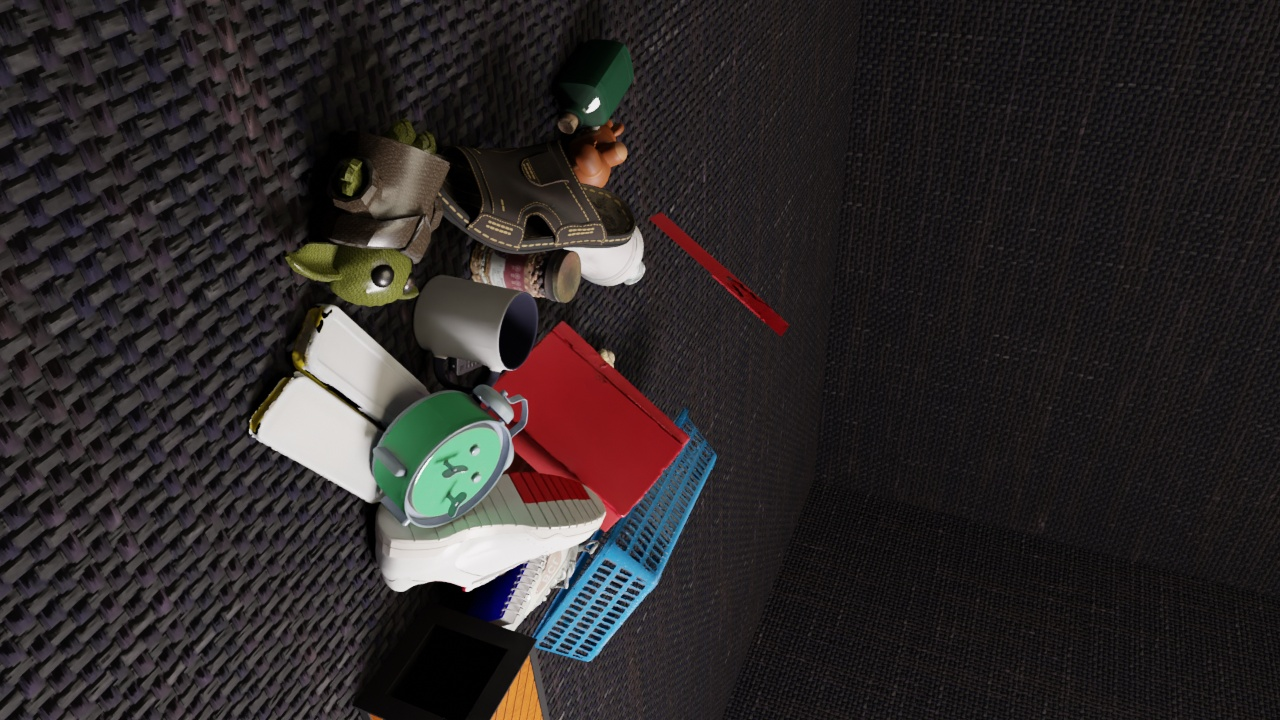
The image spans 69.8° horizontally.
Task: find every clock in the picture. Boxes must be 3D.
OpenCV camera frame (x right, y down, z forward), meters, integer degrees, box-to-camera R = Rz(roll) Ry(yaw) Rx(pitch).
[{"bbox_3d":[-0.170,0.086,0.877,0.161,0.075,0.122,-32,145,-34],"label":"clock"}]

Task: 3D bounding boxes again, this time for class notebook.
[{"bbox_3d":[-0.140,0.222,1.100,0.172,0.022,0.208,-35,-154,56],"label":"notebook"}]

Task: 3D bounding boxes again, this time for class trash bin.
[{"bbox_3d":[-0.198,0.394,1.015,0.139,0.140,0.172,-56,151,-45],"label":"trash bin"}]

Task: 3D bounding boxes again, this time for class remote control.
[{"bbox_3d":[-0.170,-0.015,1.027,0.136,0.015,0.032,-30,129,-61],"label":"remote control"}]

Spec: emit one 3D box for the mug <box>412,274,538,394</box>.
[{"bbox_3d":[-0.166,-0.022,0.910,0.078,0.097,0.112,15,88,-70],"label":"mug"}]

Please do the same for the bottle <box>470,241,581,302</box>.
[{"bbox_3d":[-0.122,-0.098,0.974,0.056,0.105,0.056,13,89,-70],"label":"bottle"}]

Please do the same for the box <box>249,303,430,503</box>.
[{"bbox_3d":[-0.256,0.045,0.818,0.210,0.036,0.129,62,48,-62],"label":"box"}]

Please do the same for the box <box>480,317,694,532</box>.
[{"bbox_3d":[-0.068,0.079,1.065,0.164,0.214,0.153,-47,178,6],"label":"box"}]

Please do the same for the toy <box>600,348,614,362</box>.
[{"bbox_3d":[-0.062,0.028,1.306,0.115,0.046,0.092,-58,154,-58],"label":"toy"}]

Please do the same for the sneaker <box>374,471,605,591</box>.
[{"bbox_3d":[-0.155,0.189,0.953,0.236,0.090,0.104,-5,125,-28],"label":"sneaker"}]

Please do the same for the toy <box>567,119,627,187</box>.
[{"bbox_3d":[-0.059,-0.253,1.096,0.065,0.095,0.127,51,37,-35],"label":"toy"}]

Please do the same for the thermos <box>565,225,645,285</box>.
[{"bbox_3d":[-0.070,-0.154,1.110,0.220,0.099,0.099,18,85,-66],"label":"thermos"}]

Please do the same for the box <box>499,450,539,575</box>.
[{"bbox_3d":[-0.157,0.160,1.088,0.042,0.083,0.186,81,27,-54],"label":"box"}]

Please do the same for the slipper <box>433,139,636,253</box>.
[{"bbox_3d":[-0.097,-0.166,0.910,0.267,0.113,0.076,1,144,-46],"label":"slipper"}]

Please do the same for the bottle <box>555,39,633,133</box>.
[{"bbox_3d":[-0.061,-0.313,1.073,0.061,0.061,0.131,74,34,-49],"label":"bottle"}]

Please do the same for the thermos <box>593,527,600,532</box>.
[{"bbox_3d":[-0.084,0.116,1.243,0.082,0.082,0.241,-49,146,-53],"label":"thermos"}]

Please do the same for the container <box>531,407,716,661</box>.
[{"bbox_3d":[-0.010,0.257,1.330,0.258,0.089,0.361,-56,179,34],"label":"container"}]

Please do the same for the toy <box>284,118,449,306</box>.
[{"bbox_3d":[-0.210,-0.119,0.755,0.179,0.078,0.153,11,95,-73],"label":"toy"}]

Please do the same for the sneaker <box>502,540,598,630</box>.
[{"bbox_3d":[-0.116,0.259,1.168,0.241,0.090,0.090,-62,-163,-18],"label":"sneaker"}]
